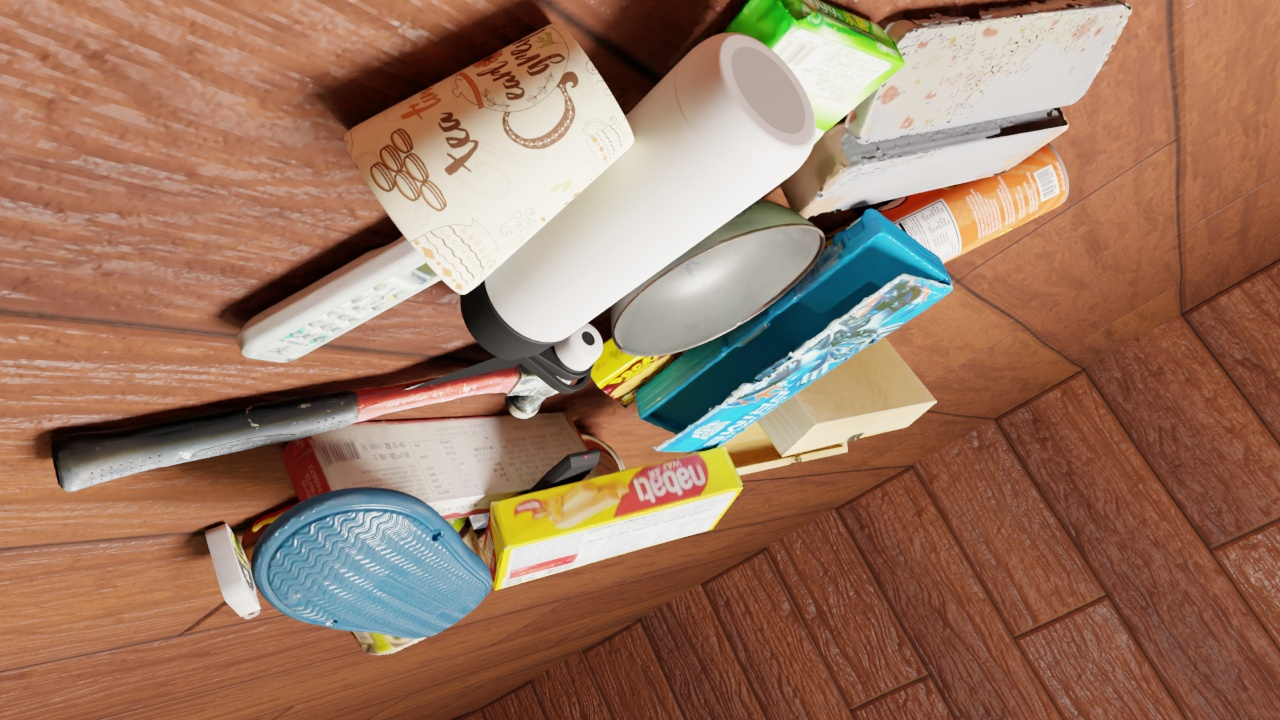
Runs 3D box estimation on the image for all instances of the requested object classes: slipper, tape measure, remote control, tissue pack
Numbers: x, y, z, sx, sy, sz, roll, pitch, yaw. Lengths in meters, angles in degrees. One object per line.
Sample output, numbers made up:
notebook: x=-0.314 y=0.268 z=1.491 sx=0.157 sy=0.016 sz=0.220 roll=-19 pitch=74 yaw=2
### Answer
slipper: x=-0.167 y=0.132 z=0.608 sx=0.104 sy=0.059 sz=0.214 roll=-38 pitch=148 yaw=-1
tape measure: x=-0.313 y=0.162 z=0.706 sx=0.016 sy=0.065 sz=0.064 roll=-20 pitch=158 yaw=-20
remote control: x=-0.142 y=-0.039 z=0.471 sx=0.133 sy=0.022 sz=0.050 roll=-28 pitch=172 yaw=4
tissue pack: x=0.071 y=-0.140 z=0.475 sx=0.113 sy=0.034 sz=0.100 roll=-5 pitch=152 yaw=-46
remote control: x=-0.077 y=0.109 z=0.734 sx=0.039 sy=0.010 sz=0.125 roll=-6 pitch=149 yaw=-47

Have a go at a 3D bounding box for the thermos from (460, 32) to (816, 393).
thermos: x=-0.004 y=-0.059 z=0.472 sx=0.101 sy=0.068 sz=0.231 roll=33 pitch=138 yaw=-23

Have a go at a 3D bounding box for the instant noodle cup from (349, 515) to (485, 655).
instant noodle cup: x=-0.196 y=0.170 z=0.756 sx=0.146 sy=0.098 sz=0.146 roll=-24 pitch=-173 yaw=3

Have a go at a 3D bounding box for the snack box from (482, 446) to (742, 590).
snack box: x=-0.024 y=0.127 z=0.741 sx=0.200 sy=0.042 sz=0.092 roll=-11 pitch=151 yaw=-20

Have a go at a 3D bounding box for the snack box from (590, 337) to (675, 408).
snack box: x=-0.004 y=0.004 z=0.728 sx=0.061 sy=0.025 sz=0.149 roll=-34 pitch=168 yaw=1

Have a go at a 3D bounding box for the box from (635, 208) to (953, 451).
box: x=0.111 y=-0.002 z=0.686 sx=0.090 sy=0.066 sz=0.244 roll=25 pitch=130 yaw=-35

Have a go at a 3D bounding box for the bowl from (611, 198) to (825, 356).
bowl: x=0.040 y=-0.064 z=0.595 sx=0.150 sy=0.056 sz=0.151 roll=-24 pitch=161 yaw=-9

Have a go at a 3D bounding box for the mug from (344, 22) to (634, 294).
mug: x=-0.059 y=-0.089 z=0.404 sx=0.097 sy=0.081 sz=0.122 roll=-35 pitch=-178 yaw=1

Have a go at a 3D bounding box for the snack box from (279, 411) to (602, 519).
snack box: x=-0.141 y=0.083 z=0.716 sx=0.044 sy=0.076 sz=0.272 roll=-43 pitch=156 yaw=28

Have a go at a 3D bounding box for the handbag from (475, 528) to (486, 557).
handbag: x=-0.137 y=0.203 z=1.112 sx=0.094 sy=0.043 sz=0.195 roll=-44 pitch=164 yaw=31

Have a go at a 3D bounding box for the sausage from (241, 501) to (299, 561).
sausage: x=-0.241 y=0.116 z=0.727 sx=0.155 sy=0.040 sz=0.040 roll=-25 pitch=161 yaw=-6

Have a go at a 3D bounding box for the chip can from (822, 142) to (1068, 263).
chip can: x=0.226 y=-0.104 z=0.725 sx=0.210 sy=0.062 sz=0.062 roll=-26 pitch=161 yaw=-1

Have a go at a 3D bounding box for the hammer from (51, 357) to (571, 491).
hammer: x=-0.179 y=0.025 z=0.577 sx=0.325 sy=0.036 sz=0.141 roll=-12 pitch=158 yaw=-36

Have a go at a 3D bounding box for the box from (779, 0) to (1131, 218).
box: x=0.204 y=-0.162 z=0.591 sx=0.216 sy=0.063 sz=0.157 roll=-16 pitch=147 yaw=-28

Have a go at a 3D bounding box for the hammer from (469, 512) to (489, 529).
hammer: x=-0.107 y=0.153 z=1.004 sx=0.140 sy=0.035 sz=0.311 roll=-37 pitch=159 yaw=31

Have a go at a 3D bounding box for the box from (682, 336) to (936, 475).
box: x=0.154 y=0.029 z=0.880 sx=0.149 sy=0.140 sz=0.248 roll=-36 pitch=159 yaw=35

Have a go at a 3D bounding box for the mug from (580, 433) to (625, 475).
mug: x=-0.064 y=0.126 z=0.899 sx=0.111 sy=0.085 sz=0.104 roll=-44 pitch=172 yaw=-1
